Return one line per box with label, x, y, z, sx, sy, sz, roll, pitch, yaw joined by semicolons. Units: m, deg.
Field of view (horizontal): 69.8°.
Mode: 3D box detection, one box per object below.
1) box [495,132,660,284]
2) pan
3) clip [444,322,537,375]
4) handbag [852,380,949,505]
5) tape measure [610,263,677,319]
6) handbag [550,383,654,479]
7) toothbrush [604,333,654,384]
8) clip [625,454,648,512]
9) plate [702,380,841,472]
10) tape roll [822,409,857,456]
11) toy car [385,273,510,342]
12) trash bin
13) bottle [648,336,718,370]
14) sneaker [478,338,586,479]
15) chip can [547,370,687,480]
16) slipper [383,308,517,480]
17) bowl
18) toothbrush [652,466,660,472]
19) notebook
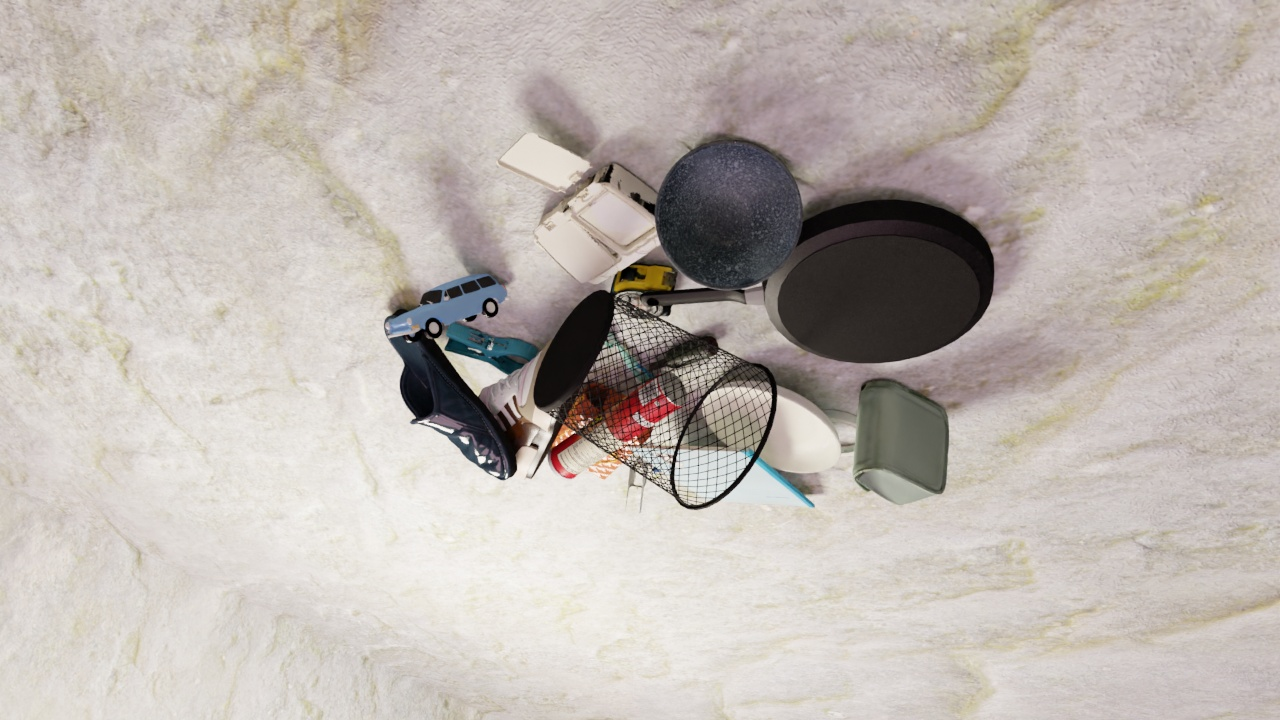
box;-0.072;-0.154;0.935;0.184;0.044;0.144;33;143;-23
pan;0.171;-0.065;0.933;0.357;0.034;0.225;-3;143;14
clip;-0.189;-0.021;1.196;0.130;0.030;0.120;28;149;-19
handbag;0.299;0.097;1.074;0.106;0.121;0.067;27;147;-21
tape measure;0.003;-0.077;1.018;0.072;0.042;0.071;8;154;4
handbag;-0.063;0.104;1.295;0.109;0.060;0.172;28;145;-10
toothbrush;-0.007;0.007;1.164;0.022;0.017;0.135;-16;134;34
clip;-0.012;0.171;1.369;0.052;0.102;0.059;6;-171;-6
plate;0.168;0.077;1.158;0.182;0.034;0.183;21;150;12
tape roll;0.250;0.095;1.185;0.093;0.013;0.093;11;146;7
toy car;-0.223;-0.062;1.061;0.056;0.153;0.055;-7;104;44
trash bin;0.009;0.036;1.005;0.210;0.183;0.185;30;144;-22
bottle;0.049;-0.005;1.116;0.106;0.025;0.025;-20;132;42
sneaker;-0.148;0.041;1.176;0.116;0.111;0.295;30;146;1
chip can;-0.033;0.087;1.191;0.052;0.051;0.215;36;126;-27
slipper;-0.268;0.062;1.197;0.265;0.083;0.109;54;147;-4
bowl;0.080;-0.136;0.868;0.137;0.137;0.057;19;-174;-4
toothbrush;0.084;0.149;1.332;0.168;0.014;0.014;-12;126;38
notebook;0.119;0.164;1.286;0.181;0.009;0.253;-2;155;31
